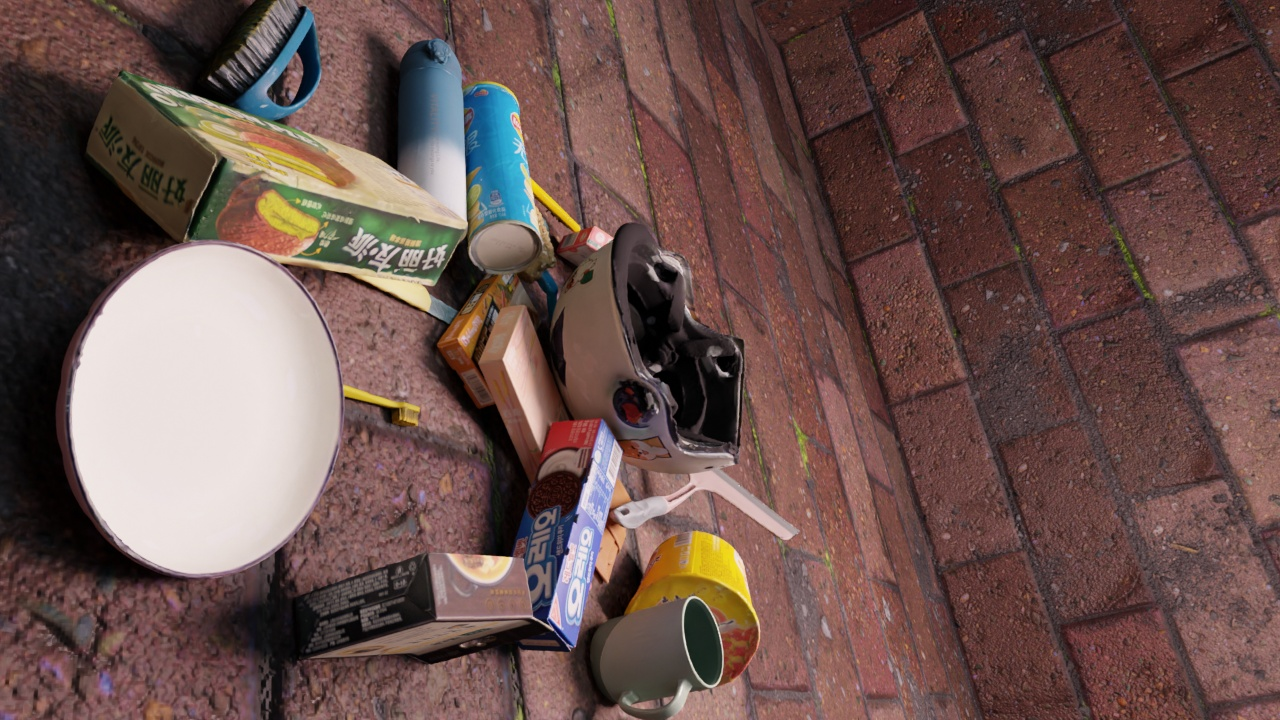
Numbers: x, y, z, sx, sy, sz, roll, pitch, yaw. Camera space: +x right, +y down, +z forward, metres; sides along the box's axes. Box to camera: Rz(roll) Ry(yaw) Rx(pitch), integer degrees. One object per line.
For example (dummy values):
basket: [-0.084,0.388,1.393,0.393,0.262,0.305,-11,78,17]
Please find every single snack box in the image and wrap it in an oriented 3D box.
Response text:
snack box: [-0.238,-0.117,0.641,0.114,0.063,0.239,37,14,20]
snack box: [-0.142,-0.027,0.884,0.075,0.026,0.153,63,24,-26]
snack box: [-0.019,-0.107,1.112,0.155,0.077,0.027,31,72,-28]
snack box: [-0.068,0.148,0.811,0.057,0.058,0.207,62,31,-43]
snack box: [-0.105,0.035,0.863,0.084,0.026,0.157,-78,156,-51]
snack box: [-0.141,0.168,0.610,0.125,0.113,0.053,25,48,-59]

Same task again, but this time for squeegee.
squeegee: [0.025,0.151,0.996,0.248,0.040,0.249,38,20,20]

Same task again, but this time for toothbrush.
toothbrush: [-0.228,0.022,0.669,0.190,0.016,0.016,29,52,-57]

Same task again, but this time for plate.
plate: [-0.252,0.027,0.532,0.192,0.039,0.192,0,90,-67]

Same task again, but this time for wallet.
wallet: [-0.051,0.150,0.937,0.108,0.031,0.131,59,25,-18]

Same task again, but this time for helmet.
helmet: [-0.006,0.006,0.951,0.274,0.157,0.229,48,31,-31]

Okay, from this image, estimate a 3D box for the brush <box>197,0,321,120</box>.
brush: [-0.285,-0.232,0.712,0.073,0.055,0.143,49,29,-37]

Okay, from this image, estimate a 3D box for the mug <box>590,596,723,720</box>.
mug: [0.012,0.285,0.856,0.082,0.106,0.111,56,25,-29]

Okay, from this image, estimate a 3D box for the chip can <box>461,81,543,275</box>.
chip can: [-0.144,-0.184,0.906,0.071,0.071,0.210,41,27,-48]

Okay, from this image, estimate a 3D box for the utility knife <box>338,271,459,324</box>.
utility knife: [-0.207,-0.064,0.785,0.212,0.022,0.031,27,51,-56]

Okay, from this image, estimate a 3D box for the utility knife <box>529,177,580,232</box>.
utility knife: [-0.113,-0.185,1.053,0.033,0.015,0.170,41,1,41]

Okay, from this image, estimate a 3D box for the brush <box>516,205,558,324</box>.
brush: [-0.098,-0.058,0.992,0.083,0.046,0.255,-69,142,-59]

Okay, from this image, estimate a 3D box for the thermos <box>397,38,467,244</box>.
thermos: [-0.199,-0.211,0.871,0.070,0.070,0.220,36,40,-52]

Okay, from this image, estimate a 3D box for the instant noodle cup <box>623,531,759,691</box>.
instant noodle cup: [0.055,0.254,0.962,0.138,0.138,0.109,62,15,-15]

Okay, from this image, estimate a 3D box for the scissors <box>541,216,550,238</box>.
scissors: [-0.145,-0.162,1.014,0.181,0.019,0.170,41,34,-50]
